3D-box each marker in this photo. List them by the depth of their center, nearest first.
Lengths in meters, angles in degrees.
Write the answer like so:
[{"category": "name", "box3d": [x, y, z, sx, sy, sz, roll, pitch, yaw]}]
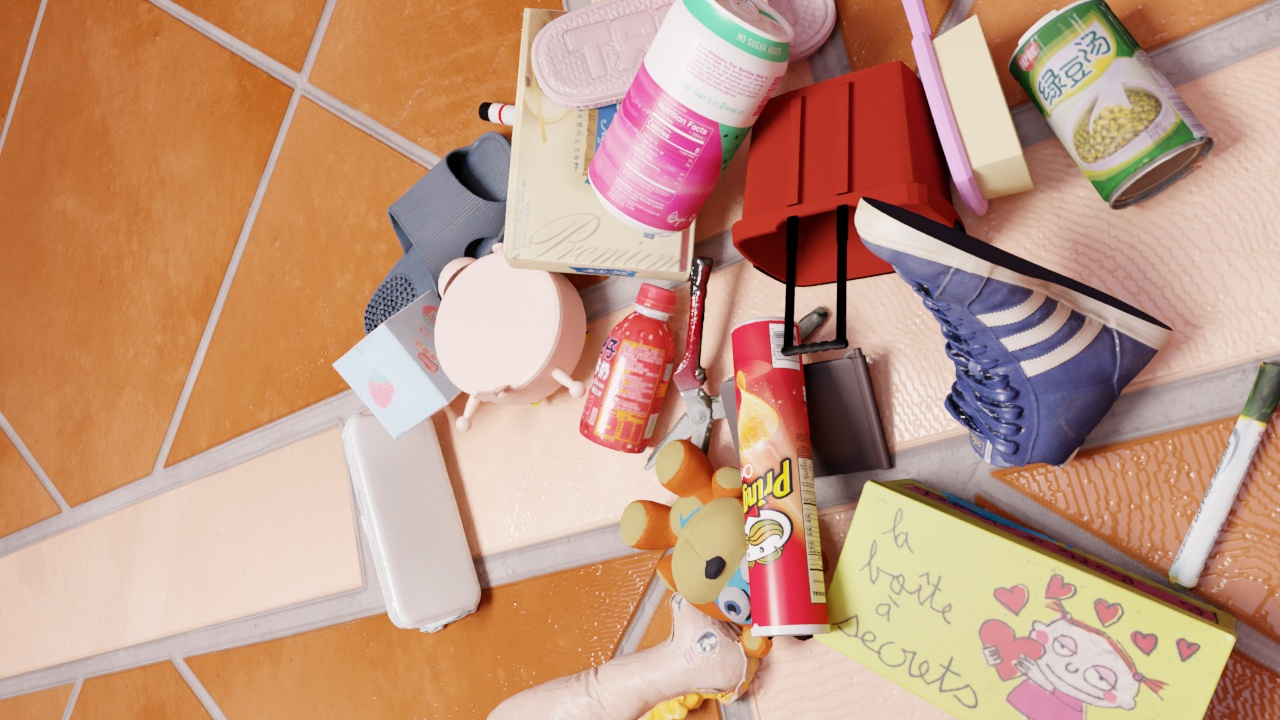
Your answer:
[{"category": "marker", "box3d": [0.353, 0.071, 0.551, 0.017, 0.017, 0.146, 24, 99, 32]}, {"category": "marker", "box3d": [-0.095, -0.227, 0.867, 0.146, 0.019, 0.019, 18, 96, 33]}]

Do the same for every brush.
[{"category": "brush", "box3d": [0.212, -0.213, 0.624, 0.043, 0.089, 0.228, -18, 76, 26]}]

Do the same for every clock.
[{"category": "clock", "box3d": [-0.120, -0.032, 0.801, 0.131, 0.086, 0.160, -17, 64, 22]}]

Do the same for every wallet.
[{"category": "wallet", "box3d": [0.123, 0.045, 0.691, 0.116, 0.018, 0.091, -12, 98, 29]}]

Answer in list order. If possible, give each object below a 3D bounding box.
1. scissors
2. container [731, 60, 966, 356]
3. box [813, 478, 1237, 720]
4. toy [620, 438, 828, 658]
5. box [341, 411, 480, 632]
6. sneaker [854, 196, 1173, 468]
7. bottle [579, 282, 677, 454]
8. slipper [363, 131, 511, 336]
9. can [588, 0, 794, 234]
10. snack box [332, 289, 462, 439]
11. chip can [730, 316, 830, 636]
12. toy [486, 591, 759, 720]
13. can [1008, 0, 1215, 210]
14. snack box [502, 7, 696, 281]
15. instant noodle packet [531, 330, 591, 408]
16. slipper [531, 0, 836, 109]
[{"category": "scissors", "box3d": [0.067, 0.008, 0.730, 0.179, 0.015, 0.196, -15, 97, 16]}, {"category": "container", "box3d": [0.144, -0.087, 0.636, 0.148, 0.127, 0.200, -8, 72, 33]}, {"category": "box", "box3d": [0.235, 0.169, 0.583, 0.221, 0.082, 0.124, 25, 100, 31]}, {"category": "toy", "box3d": [0.068, 0.143, 0.695, 0.176, 0.096, 0.112, 34, 105, 19]}, {"category": "box", "box3d": [-0.232, 0.156, 0.876, 0.130, 0.105, 0.211, -35, 68, 30]}, {"category": "sneaker", "box3d": [0.199, -0.006, 0.555, 0.119, 0.232, 0.091, -65, 27, 20]}, {"category": "bottle", "box3d": [-0.005, 0.004, 0.765, 0.062, 0.061, 0.137, 22, 97, 32]}, {"category": "slipper", "box3d": [-0.211, -0.109, 0.897, 0.101, 0.082, 0.264, 48, 112, 24]}, {"category": "can", "box3d": [0.033, -0.174, 0.647, 0.088, 0.088, 0.166, 52, 129, 25]}, {"category": "snack box", "box3d": [-0.213, 0.003, 0.862, 0.080, 0.094, 0.093, -32, 101, 27]}, {"category": "chip can", "box3d": [0.094, 0.078, 0.634, 0.052, 0.051, 0.214, -14, 69, 32]}, {"category": "toy", "box3d": [-0.010, 0.307, 0.751, 0.265, 0.065, 0.196, -25, 81, 22]}, {"category": "can", "box3d": [0.293, -0.162, 0.579, 0.067, 0.067, 0.121, -35, 69, 26]}, {"category": "snack box", "box3d": [-0.027, -0.176, 0.754, 0.153, 0.055, 0.207, 5, 88, 0]}, {"category": "instant noodle packet", "box3d": [-0.111, -0.031, 0.857, 0.134, 0.026, 0.087, 46, 105, 28]}, {"category": "slipper", "box3d": [0.032, -0.258, 0.698, 0.239, 0.064, 0.094, -15, 86, 0]}]
